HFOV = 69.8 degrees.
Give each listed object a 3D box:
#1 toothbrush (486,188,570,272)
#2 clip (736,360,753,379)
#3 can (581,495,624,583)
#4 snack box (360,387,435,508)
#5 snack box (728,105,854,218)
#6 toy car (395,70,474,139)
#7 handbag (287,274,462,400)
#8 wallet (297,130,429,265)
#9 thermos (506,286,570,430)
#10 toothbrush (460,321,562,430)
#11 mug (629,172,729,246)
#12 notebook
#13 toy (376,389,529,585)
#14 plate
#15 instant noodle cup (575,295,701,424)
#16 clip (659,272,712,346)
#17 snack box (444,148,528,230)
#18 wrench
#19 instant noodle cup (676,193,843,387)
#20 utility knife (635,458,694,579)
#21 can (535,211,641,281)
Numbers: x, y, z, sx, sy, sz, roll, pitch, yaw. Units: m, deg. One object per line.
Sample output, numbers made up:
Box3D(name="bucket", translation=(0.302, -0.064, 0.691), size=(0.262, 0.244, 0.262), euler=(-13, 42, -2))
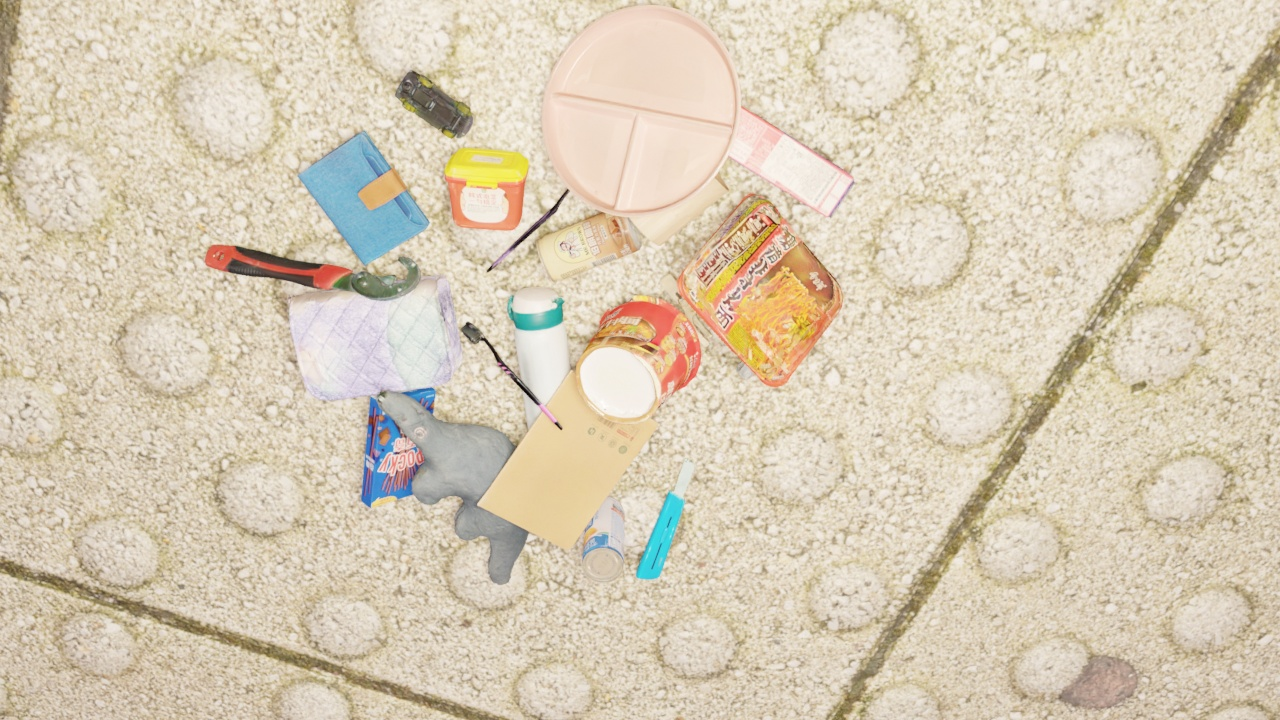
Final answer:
Box3D(name="toothbrush", translation=(-0.119, -0.167, 1.108), size=(0.189, 0.014, 0.016), euler=(-41, 119, 15))
Box3D(name="clip", translation=(0.144, -0.002, 1.174), size=(0.025, 0.031, 0.057), euler=(33, 104, -15))
Box3D(name="can", translation=(-0.048, 0.233, 1.210), size=(0.053, 0.134, 0.053), euler=(0, 112, 0))
Box3D(name="snack box", translation=(-0.314, 0.111, 1.189), size=(0.026, 0.084, 0.157), euler=(28, 118, 34))
Box3D(name="snack box", translation=(0.144, -0.240, 1.054), size=(0.207, 0.057, 0.058), euler=(29, 107, -11))
Box3D(name="toy car", translation=(-0.231, -0.290, 1.044), size=(0.090, 0.035, 0.042), euler=(34, 110, -14))
Box3D(name="handbag", translation=(-0.324, -0.029, 1.134), size=(0.194, 0.075, 0.134), euler=(-7, 108, 1))
Box3D(name="wallet", translation=(-0.326, -0.190, 1.086), size=(0.106, 0.040, 0.133), euler=(-27, 111, 15))
Box3D(name="thermos", translation=(-0.122, 0.019, 1.158), size=(0.073, 0.073, 0.224), euler=(-5, 112, 2))
Box3D(name="toothbrush", translation=(-0.160, 0.020, 1.135), size=(0.189, 0.017, 0.014), euler=(46, 152, 15))
Box3D(name="mug", translation=(0.025, -0.211, 1.061), size=(0.104, 0.084, 0.124), euler=(-39, 83, 16))
Box3D(name="notebook", translation=(-0.090, 0.130, 1.167), size=(0.147, 0.008, 0.208), euler=(33, 95, -27))
Box3D(name="toy", translation=(-0.212, 0.159, 1.194), size=(0.138, 0.091, 0.356), euler=(-25, 123, 4))
Box3D(name="plate", translation=(0.001, -0.271, 1.009), size=(0.230, 0.028, 0.229), euler=(1, 92, 20))
Box3D(name="instant noodle cup", translation=(-0.007, 0.006, 1.105), size=(0.138, 0.108, 0.138), euler=(12, 123, 19))
Box3D(name="clip", translation=(0.069, -0.064, 1.148), size=(0.035, 0.092, 0.103), euler=(-43, 71, 17))
Box3D(name="snack box", translation=(-0.177, -0.196, 1.062), size=(0.091, 0.081, 0.080), euler=(4, 122, -1))
Box3D(name="wrench", translation=(-0.396, -0.108, 1.101), size=(0.273, 0.016, 0.056), euler=(7, 75, 8))
Box3D(name="instant noodle cup", translation=(0.136, -0.079, 1.085), size=(0.189, 0.079, 0.164), euler=(46, 71, -16))
Box3D(name="utility knife", translation=(0.038, 0.221, 1.269), size=(0.034, 0.018, 0.199), euler=(16, 110, -6))
Box3D(name="can", translation=(-0.061, -0.139, 1.095), size=(0.116, 0.058, 0.058), euler=(-20, 111, 8))
